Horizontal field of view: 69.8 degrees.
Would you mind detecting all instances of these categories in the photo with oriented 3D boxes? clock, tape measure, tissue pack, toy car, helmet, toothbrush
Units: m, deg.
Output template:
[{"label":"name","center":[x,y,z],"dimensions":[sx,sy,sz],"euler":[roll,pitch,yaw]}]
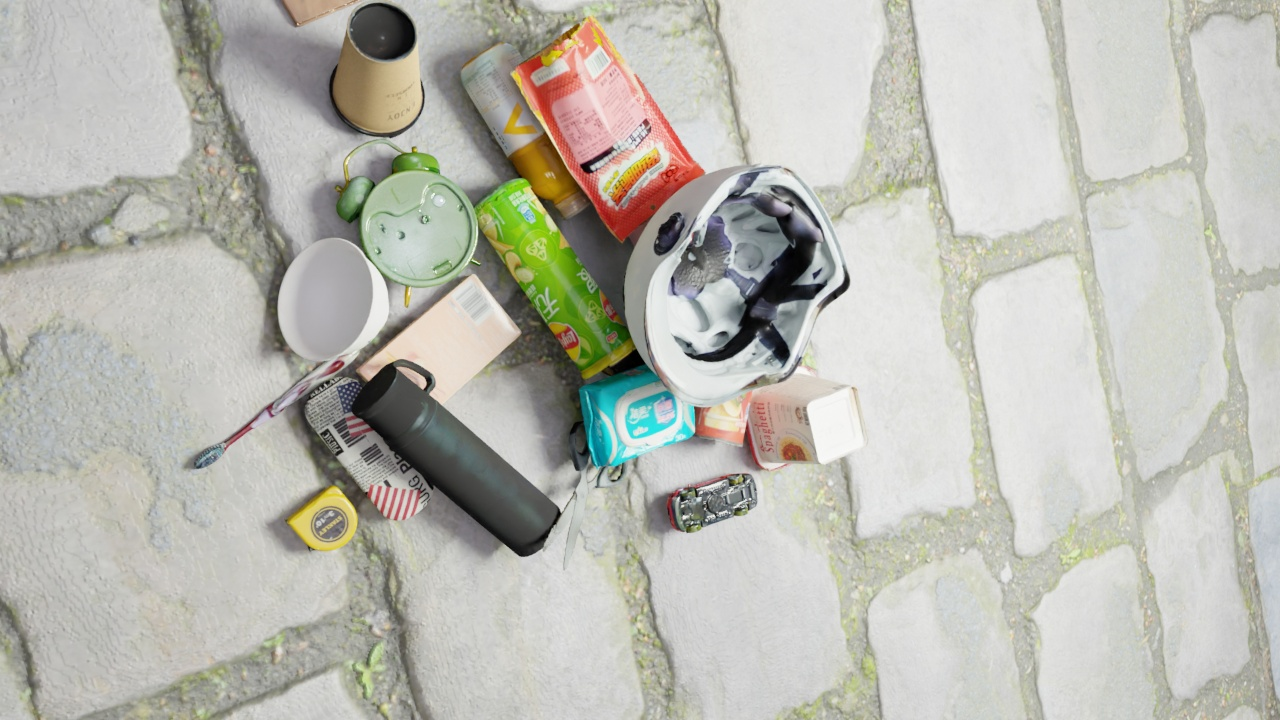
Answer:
[{"label":"clock","center":[-0.236,-0.145,0.923],"dimensions":[0.116,0.056,0.161],"euler":[-34,105,-22]},{"label":"tape measure","center":[-0.312,0.159,0.909],"dimensions":[0.060,0.029,0.057],"euler":[-40,106,-20]},{"label":"tissue pack","center":[-0.005,0.057,1.008],"dimensions":[0.133,0.050,0.093],"euler":[-19,108,-28]},{"label":"toy car","center":[0.083,0.168,1.092],"dimensions":[0.120,0.045,0.053],"euler":[-12,94,-30]},{"label":"helmet","center":[0.078,-0.087,0.968],"dimensions":[0.258,0.146,0.229],"euler":[-52,126,-5]},{"label":"toy car","center":[-0.006,0.006,1.050],"dimensions":[0.122,0.037,0.056],"euler":[33,84,-31]},{"label":"toothbrush","center":[-0.351,0.044,0.893],"dimensions":[0.187,0.017,0.016],"euler":[-40,108,-19]}]

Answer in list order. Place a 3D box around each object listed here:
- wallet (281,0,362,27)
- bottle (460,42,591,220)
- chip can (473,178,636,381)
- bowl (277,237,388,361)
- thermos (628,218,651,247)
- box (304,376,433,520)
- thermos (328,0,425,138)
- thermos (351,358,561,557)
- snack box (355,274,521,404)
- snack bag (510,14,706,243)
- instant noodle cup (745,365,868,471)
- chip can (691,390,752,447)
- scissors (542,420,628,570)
[{"label":"wallet","center":[-0.321,-0.399,0.897],"dimensions":[0.101,0.020,0.115],"euler":[-34,108,-20]},{"label":"bottle","center":[-0.116,-0.239,0.972],"dimensions":[0.067,0.068,0.189],"euler":[-38,106,-20]},{"label":"chip can","center":[-0.091,-0.087,0.967],"dimensions":[0.072,0.073,0.221],"euler":[-37,95,-21]},{"label":"bowl","center":[-0.284,-0.054,0.890],"dimensions":[0.064,0.118,0.118],"euler":[15,83,-64]},{"label":"thermos","center":[-0.018,-0.223,1.028],"dimensions":[0.198,0.067,0.087],"euler":[60,38,-13]},{"label":"box","center":[-0.271,0.090,0.924],"dimensions":[0.068,0.052,0.164],"euler":[-42,110,-33]},{"label":"thermos","center":[-0.248,-0.276,0.873],"dimensions":[0.093,0.143,0.093],"euler":[3,79,-18]},{"label":"thermos","center":[-0.177,0.096,0.932],"dimensions":[0.242,0.069,0.089],"euler":[49,44,-30]},{"label":"snack box","center":[-0.208,-0.010,0.956],"dimensions":[0.157,0.026,0.084],"euler":[-43,109,-18]},{"label":"snack bag","center":[-0.033,-0.238,0.949],"dimensions":[0.128,0.073,0.208],"euler":[-41,113,-12]},{"label":"instant noodle cup","center":[0.199,0.072,1.102],"dimensions":[0.116,0.124,0.116],"euler":[-18,99,-24]},{"label":"chip can","center":[0.107,-0.009,1.084],"dimensions":[0.073,0.073,0.216],"euler":[15,85,-26]},{"label":"scissors","center":[-0.066,0.139,0.996],"dimensions":[0.164,0.014,0.163],"euler":[-8,75,-47]}]
